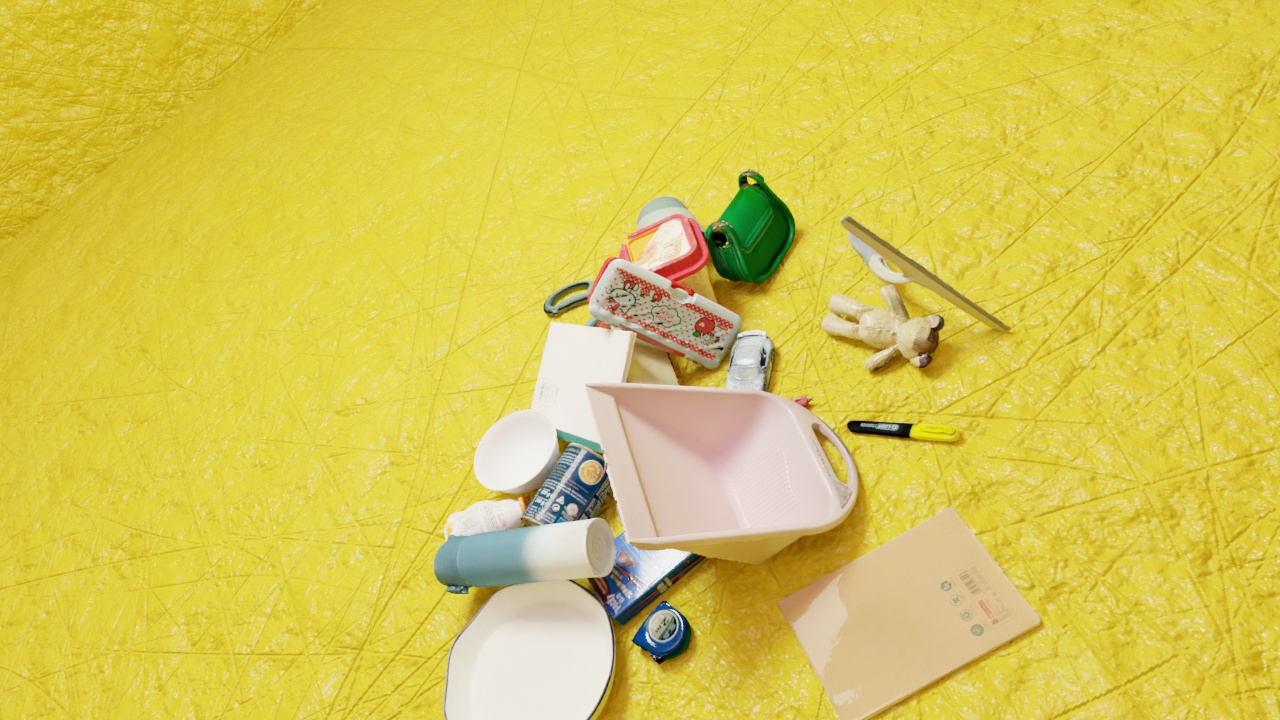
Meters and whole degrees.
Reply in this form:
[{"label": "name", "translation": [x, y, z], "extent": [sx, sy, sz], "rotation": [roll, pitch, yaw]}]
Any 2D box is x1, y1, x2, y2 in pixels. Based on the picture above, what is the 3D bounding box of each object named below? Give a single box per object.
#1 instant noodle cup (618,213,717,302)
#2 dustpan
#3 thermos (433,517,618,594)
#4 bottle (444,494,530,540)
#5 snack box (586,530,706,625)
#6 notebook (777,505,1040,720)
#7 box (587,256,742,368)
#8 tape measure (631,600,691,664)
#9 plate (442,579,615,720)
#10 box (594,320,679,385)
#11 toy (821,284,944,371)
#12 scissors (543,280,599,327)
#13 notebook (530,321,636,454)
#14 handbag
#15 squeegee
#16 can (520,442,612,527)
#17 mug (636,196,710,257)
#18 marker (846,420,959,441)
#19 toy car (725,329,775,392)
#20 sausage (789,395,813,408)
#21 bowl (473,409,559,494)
[{"label": "instant noodle cup", "translation": [0.045, -0.111, 1.234], "extent": [0.117, 0.124, 0.116], "rotation": [-23, 42, 8]}, {"label": "dustpan", "translation": [0.095, 0.098, 0.980], "extent": [0.139, 0.273, 0.222], "rotation": [-44, 43, 24]}, {"label": "thermos", "translation": [-0.136, 0.223, 1.039], "extent": [0.221, 0.070, 0.070], "rotation": [-13, 48, 27]}, {"label": "bottle", "translation": [-0.186, 0.203, 1.135], "extent": [0.108, 0.063, 0.063], "rotation": [-25, 45, 8]}, {"label": "snack box", "translation": [0.015, 0.218, 1.042], "extent": [0.157, 0.026, 0.084], "rotation": [-38, 45, -6]}, {"label": "notebook", "translation": [0.257, 0.247, 0.902], "extent": [0.208, 0.008, 0.147], "rotation": [-30, 45, 2]}, {"label": "box", "translation": [0.032, -0.057, 1.149], "extent": [0.087, 0.201, 0.048], "rotation": [-64, 25, 7]}, {"label": "tape measure", "translation": [0.026, 0.291, 0.976], "extent": [0.054, 0.025, 0.058], "rotation": [27, 73, 39]}, {"label": "plate", "translation": [-0.116, 0.338, 0.998], "extent": [0.205, 0.045, 0.204], "rotation": [-14, 48, 16]}, {"label": "box", "translation": [-0.007, 0.007, 1.170], "extent": [0.079, 0.091, 0.168], "rotation": [-58, 33, 34]}, {"label": "toy", "translation": [0.286, -0.039, 1.099], "extent": [0.157, 0.066, 0.105], "rotation": [23, 98, 44]}, {"label": "scissors", "translation": [-0.077, -0.086, 1.355], "extent": [0.173, 0.019, 0.178], "rotation": [-48, 46, -13]}, {"label": "notebook", "translation": [-0.081, 0.029, 1.173], "extent": [0.209, 0.012, 0.150], "rotation": [11, 87, 56]}, {"label": "handbag", "translation": [0.146, -0.176, 1.241], "extent": [0.068, 0.120, 0.131], "rotation": [13, 60, 40]}, {"label": "squeegee", "translation": [0.297, -0.124, 1.129], "extent": [0.039, 0.246, 0.246], "rotation": [-56, 18, 13]}, {"label": "can", "translation": [-0.085, 0.166, 1.105], "extent": [0.075, 0.075, 0.111], "rotation": [16, 62, 37]}, {"label": "mug", "translation": [0.038, -0.170, 1.330], "extent": [0.112, 0.082, 0.106], "rotation": [-54, 41, 22]}, {"label": "marker", "translation": [0.291, 0.077, 1.023], "extent": [0.124, 0.015, 0.018], "rotation": [3, 51, 32]}, {"label": "toy car", "translation": [0.134, 0.016, 1.144], "extent": [0.054, 0.037, 0.120], "rotation": [-2, 56, 25]}, {"label": "sausage", "translation": [0.136, 0.076, 1.104], "extent": [0.156, 0.020, 0.020], "rotation": [-25, 45, 7]}, {"label": "bowl", "translation": [-0.146, 0.129, 1.175], "extent": [0.118, 0.065, 0.118], "rotation": [-16, 48, 19]}]
